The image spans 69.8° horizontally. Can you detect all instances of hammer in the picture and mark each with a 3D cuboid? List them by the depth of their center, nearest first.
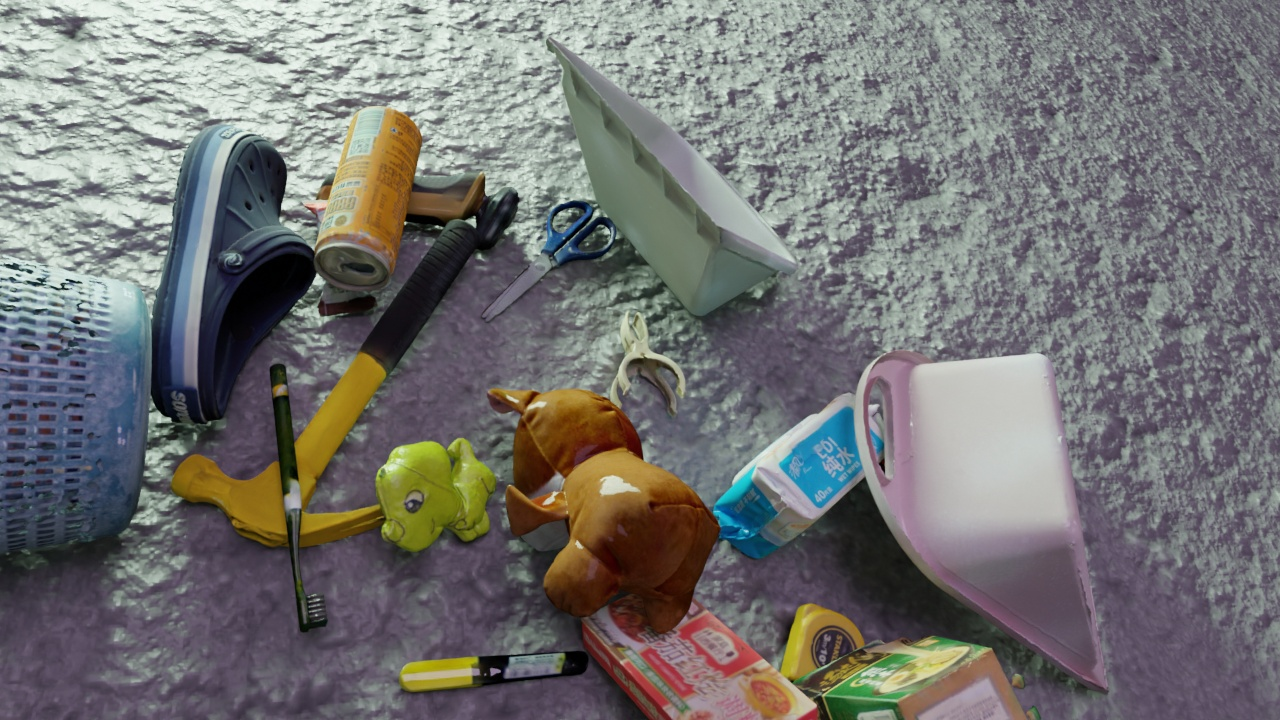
[{"bbox_3d":[-0.196,0.004,0.673,0.129,0.033,0.299,26,54,-2],"label":"hammer"}]

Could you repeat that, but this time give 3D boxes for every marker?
[{"bbox_3d":[-0.092,0.199,0.590,0.124,0.015,0.018,2,55,-22],"label":"marker"}]

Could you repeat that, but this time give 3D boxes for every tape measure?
[{"bbox_3d":[0.130,0.208,0.653,0.057,0.029,0.059,23,66,-7],"label":"tape measure"}]

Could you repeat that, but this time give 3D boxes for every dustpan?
[{"bbox_3d":[0.269,0.109,0.727,0.139,0.273,0.222,-10,44,23],"label":"dustpan"},{"bbox_3d":[0.052,-0.159,0.793,0.142,0.258,0.222,-35,71,-11],"label":"dustpan"}]

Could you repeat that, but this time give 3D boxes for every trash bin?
[{"bbox_3d":[-0.383,0.024,0.500,0.194,0.227,0.226,5,53,-33],"label":"trash bin"}]

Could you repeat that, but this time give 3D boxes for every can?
[{"bbox_3d":[-0.208,-0.126,0.706,0.058,0.058,0.145,11,56,-13],"label":"can"}]

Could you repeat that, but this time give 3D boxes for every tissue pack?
[{"bbox_3d":[0.123,0.086,0.702,0.139,0.090,0.063,-32,76,-35],"label":"tissue pack"}]

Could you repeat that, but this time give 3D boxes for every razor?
[{"bbox_3d":[-0.187,-0.132,0.778,0.167,0.062,0.067,4,85,-11],"label":"razor"}]

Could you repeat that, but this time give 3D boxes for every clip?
[{"bbox_3d":[-0.008,0.005,0.750,0.096,0.035,0.101,-21,60,-33],"label":"clip"}]

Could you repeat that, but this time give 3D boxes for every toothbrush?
[{"bbox_3d":[-0.220,0.082,0.587,0.017,0.012,0.185,-3,59,-27],"label":"toothbrush"}]

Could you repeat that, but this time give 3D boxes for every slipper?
[{"bbox_3d":[-0.283,-0.071,0.657,0.095,0.105,0.252,7,53,-15],"label":"slipper"}]

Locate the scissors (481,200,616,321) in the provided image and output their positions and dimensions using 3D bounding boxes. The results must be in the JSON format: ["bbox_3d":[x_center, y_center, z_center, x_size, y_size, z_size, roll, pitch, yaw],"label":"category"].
[{"bbox_3d":[-0.092,-0.092,0.805,0.174,0.012,0.105,-22,67,-31],"label":"scissors"}]

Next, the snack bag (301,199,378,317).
[{"bbox_3d":[-0.238,-0.085,0.726,0.048,0.026,0.104,-10,78,-21],"label":"snack bag"}]

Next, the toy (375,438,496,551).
[{"bbox_3d":[-0.139,0.088,0.621,0.100,0.031,0.096,41,41,-40],"label":"toy"}]

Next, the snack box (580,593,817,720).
[{"bbox_3d":[0.032,0.197,0.577,0.075,0.025,0.153,-19,29,-29],"label":"snack box"}]

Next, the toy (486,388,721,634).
[{"bbox_3d":[-0.032,0.091,0.621,0.140,0.131,0.199,28,20,-43],"label":"toy"}]

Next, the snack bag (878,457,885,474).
[{"bbox_3d":[0.232,0.075,0.792,0.045,0.026,0.105,41,50,15],"label":"snack bag"}]

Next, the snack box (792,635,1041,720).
[{"bbox_3d":[0.180,0.238,0.581,0.117,0.106,0.118,-19,75,-22],"label":"snack box"}]
